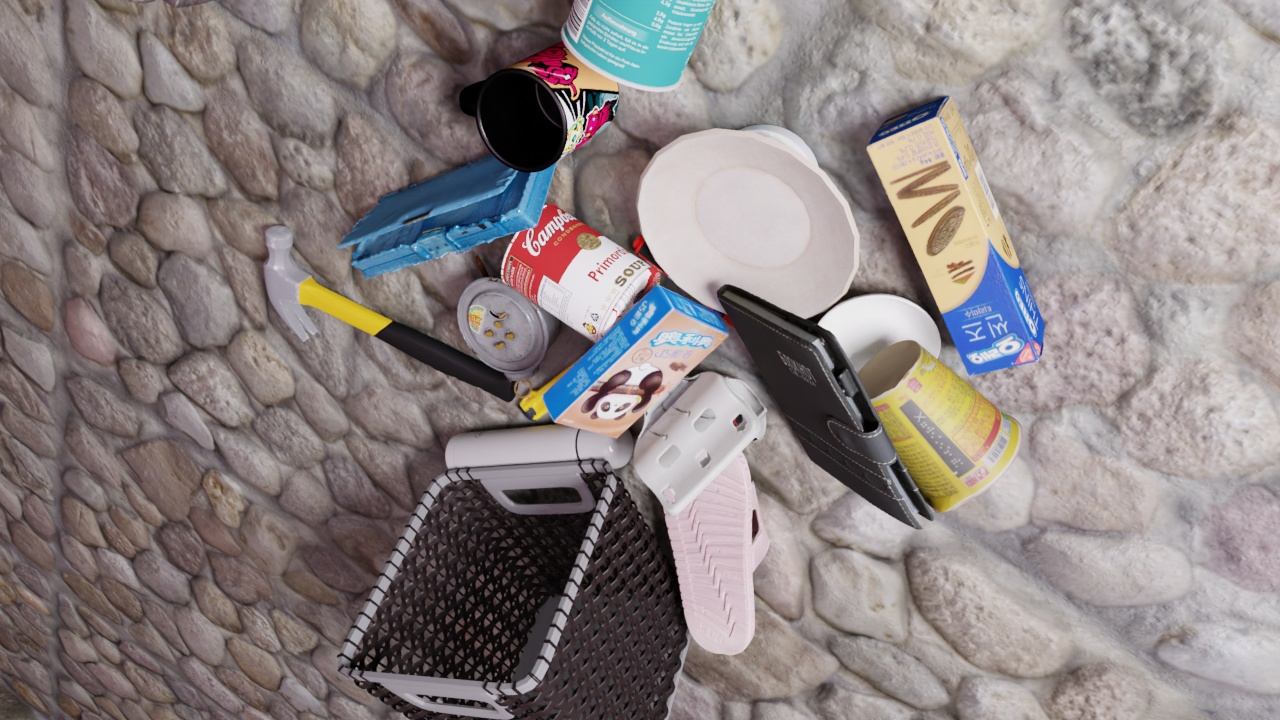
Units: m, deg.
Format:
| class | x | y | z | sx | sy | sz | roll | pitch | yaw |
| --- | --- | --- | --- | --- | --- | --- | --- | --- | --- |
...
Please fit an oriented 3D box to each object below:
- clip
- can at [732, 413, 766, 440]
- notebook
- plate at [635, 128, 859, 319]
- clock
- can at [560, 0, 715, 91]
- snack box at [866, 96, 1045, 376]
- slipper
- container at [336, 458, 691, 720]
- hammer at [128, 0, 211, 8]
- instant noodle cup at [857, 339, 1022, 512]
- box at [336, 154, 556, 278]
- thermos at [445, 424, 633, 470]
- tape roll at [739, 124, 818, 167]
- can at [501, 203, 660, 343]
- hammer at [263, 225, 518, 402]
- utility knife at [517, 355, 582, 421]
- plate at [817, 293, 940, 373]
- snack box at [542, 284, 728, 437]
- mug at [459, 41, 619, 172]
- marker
| class | x | y | z | sx | sy | sz | roll | pitch | yaw |
| --- | --- | --- | --- | --- | --- | --- | --- | --- | --- |
| clip | 0.047 | 0.057 | 0.860 | 0.126 | 0.152 | 0.099 | -46 | 135 | 17 |
| can | 0.078 | 0.059 | 0.884 | 0.081 | 0.031 | 0.031 | 3 | 121 | 26 |
| notebook | 0.150 | 0.039 | 0.755 | 0.209 | 0.029 | 0.169 | 53 | 172 | -28 |
| plate | 0.087 | -0.110 | 0.745 | 0.189 | 0.027 | 0.189 | 19 | 141 | 16 |
| clock | -0.129 | -0.028 | 0.922 | 0.104 | 0.056 | 0.148 | 7 | 120 | 24 |
| can | 0.013 | -0.284 | 0.658 | 0.099 | 0.099 | 0.144 | 33 | 129 | 5 |
| snack box | 0.241 | -0.088 | 0.691 | 0.056 | 0.057 | 0.207 | -17 | 110 | 36 |
| slipper | 0.082 | 0.185 | 0.944 | 0.094 | 0.064 | 0.239 | 4 | 108 | 29 |
| container | -0.107 | 0.281 | 0.962 | 0.248 | 0.244 | 0.244 | -7 | 133 | 31 |
| hammer | -0.305 | -0.419 | 0.751 | 0.035 | 0.137 | 0.315 | 46 | 116 | -5 |
| instant noodle cup | 0.233 | 0.044 | 0.743 | 0.112 | 0.100 | 0.101 | 45 | 129 | -13 |
| box | -0.182 | -0.143 | 0.843 | 0.232 | 0.093 | 0.054 | -9 | 146 | 37 |
| thermos | -0.111 | 0.097 | 0.994 | 0.225 | 0.052 | 0.052 | -7 | 116 | 31 |
| tape roll | 0.100 | -0.145 | 0.753 | 0.094 | 0.018 | 0.094 | 13 | 125 | 20 |
| can | -0.053 | -0.075 | 0.826 | 0.116 | 0.086 | 0.087 | 34 | 129 | 12 |
| hammer | -0.279 | -0.033 | 1.016 | 0.324 | 0.029 | 0.127 | 25 | 128 | 10 |
| utility knife | -0.059 | 0.009 | 0.938 | 0.030 | 0.019 | 0.218 | 43 | 127 | -14 |
| plate | 0.196 | -0.019 | 0.770 | 0.104 | 0.026 | 0.104 | 7 | 132 | 7 |
| snack box | -0.005 | 0.005 | 0.806 | 0.151 | 0.087 | 0.034 | -44 | 55 | 21 |
| mug | -0.091 | -0.213 | 0.757 | 0.118 | 0.098 | 0.082 | 14 | 125 | 19 |
| marker | 0.055 | -0.065 | 0.826 | 0.145 | 0.021 | 0.024 | 37 | 146 | 2 |
